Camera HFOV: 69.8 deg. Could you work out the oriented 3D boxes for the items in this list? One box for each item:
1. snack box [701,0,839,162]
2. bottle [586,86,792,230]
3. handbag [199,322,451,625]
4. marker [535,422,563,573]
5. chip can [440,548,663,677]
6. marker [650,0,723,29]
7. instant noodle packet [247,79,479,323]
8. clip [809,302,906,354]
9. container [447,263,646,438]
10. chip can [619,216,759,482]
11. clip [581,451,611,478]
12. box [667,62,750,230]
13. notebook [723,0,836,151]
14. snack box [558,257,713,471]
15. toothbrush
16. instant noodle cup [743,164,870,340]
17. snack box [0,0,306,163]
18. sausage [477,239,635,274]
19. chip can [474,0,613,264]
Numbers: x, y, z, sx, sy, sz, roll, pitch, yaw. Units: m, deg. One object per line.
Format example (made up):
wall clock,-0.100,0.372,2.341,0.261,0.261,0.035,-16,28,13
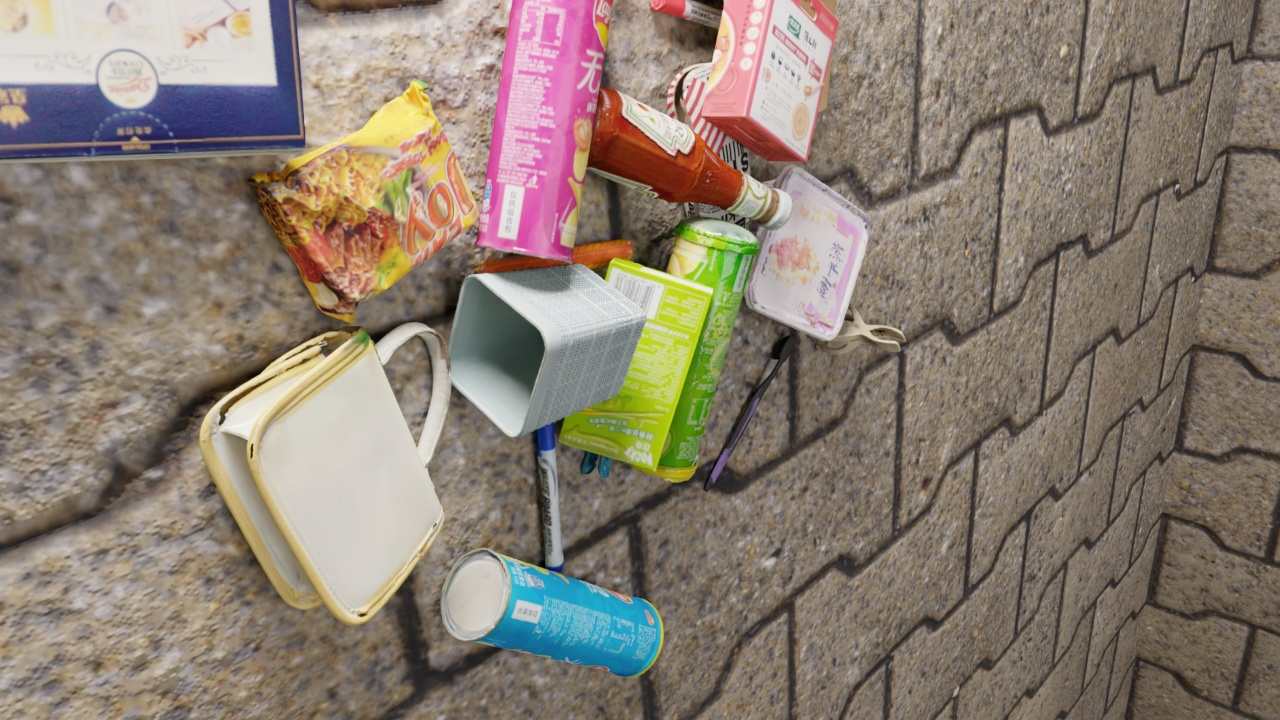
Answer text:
snack box,0.108,-0.241,0.754,0.113,0.044,0.127,15,88,-53
bottle,0.037,-0.150,0.723,0.205,0.060,0.060,17,91,-33
handbag,-0.182,0.058,0.602,0.178,0.063,0.163,-50,136,-44
marker,-0.075,0.112,0.758,0.016,0.017,0.146,-22,119,-42
chip can,-0.067,0.214,0.762,0.210,0.071,0.071,34,78,-47
marker,0.062,-0.287,0.771,0.145,0.017,0.017,-6,107,-46
instant noodle packet,-0.162,-0.097,0.572,0.128,0.044,0.111,-44,135,-30
clip,0.226,-0.023,0.991,0.094,0.102,0.035,-38,134,-1
container,-0.065,-0.014,0.660,0.111,0.090,0.090,-18,137,-46
chip can,0.040,-0.011,0.780,0.072,0.073,0.221,-1,112,-47
clip,-0.034,0.073,0.789,0.015,0.049,0.057,22,81,-48
box,0.066,-0.171,0.785,0.071,0.060,0.164,-26,125,-15
notebook,0.125,-0.295,0.797,0.149,0.012,0.212,-33,138,-31
snack box,-0.004,0.004,0.735,0.026,0.086,0.156,-71,177,-76
toothbrush,0.111,0.052,0.947,0.014,0.017,0.189,38,78,-35
instant noodle cup,0.147,-0.103,0.894,0.173,0.060,0.138,17,90,-50
snack box,-0.257,-0.189,0.434,0.177,0.046,0.183,-15,114,-44
sausage,-0.061,-0.075,0.705,0.164,0.021,0.021,-16,115,-43
chip can,-0.064,-0.175,0.626,0.071,0.071,0.210,2,100,-48
